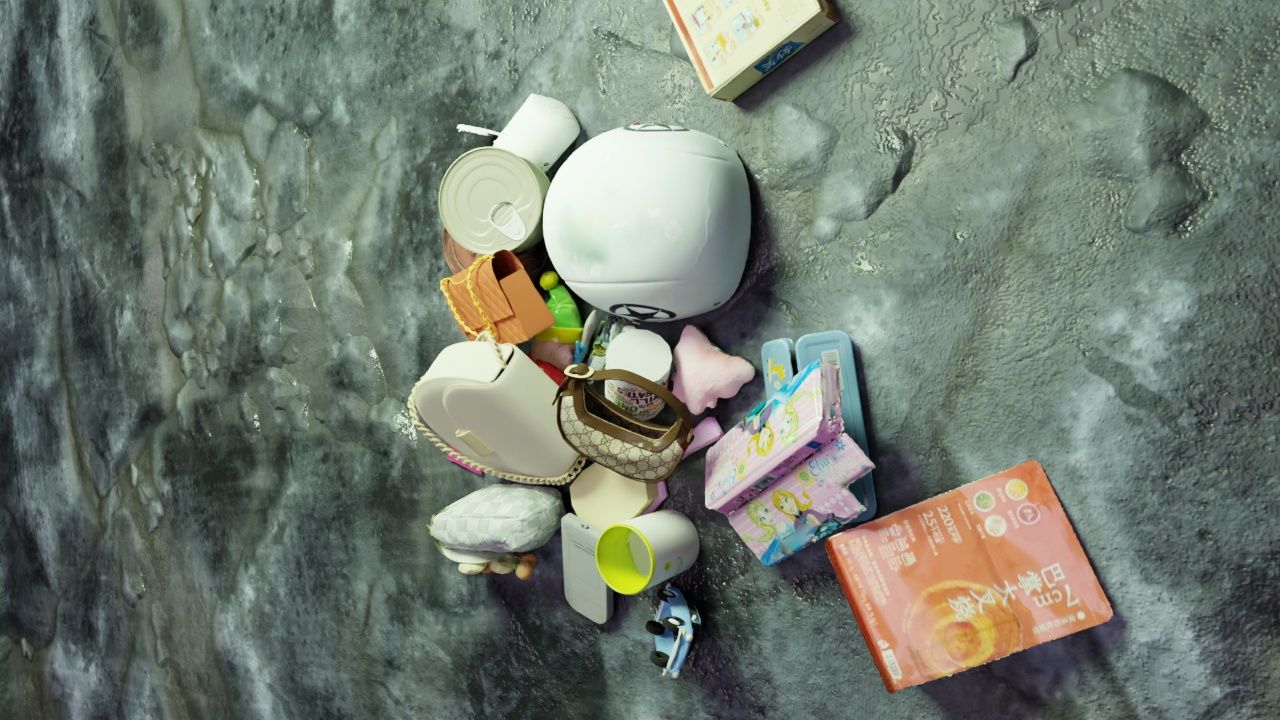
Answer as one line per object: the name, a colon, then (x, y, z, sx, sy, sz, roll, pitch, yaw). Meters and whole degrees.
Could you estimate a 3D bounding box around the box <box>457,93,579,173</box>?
box: (-0.161, -0.301, 1.194, 0.137, 0.083, 0.143, -44, 74, 29)

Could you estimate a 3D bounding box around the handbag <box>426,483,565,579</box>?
handbag: (-0.182, 0.230, 1.226, 0.172, 0.112, 0.123, -8, 98, 34)

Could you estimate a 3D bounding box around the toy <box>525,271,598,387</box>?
toy: (-0.106, -0.035, 1.157, 0.131, 0.096, 0.124, -61, 23, 5)

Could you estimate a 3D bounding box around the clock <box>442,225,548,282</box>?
clock: (-0.187, -0.157, 1.223, 0.158, 0.072, 0.120, 17, 103, 34)

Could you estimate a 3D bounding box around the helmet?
helmet: (-0.016, -0.159, 1.051, 0.264, 0.163, 0.236, 9, 97, 35)

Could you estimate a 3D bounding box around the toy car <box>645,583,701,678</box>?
toy car: (0.041, 0.313, 1.065, 0.055, 0.153, 0.056, 19, 96, -5)

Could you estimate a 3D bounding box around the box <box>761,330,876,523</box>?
box: (0.185, 0.076, 0.996, 0.121, 0.049, 0.209, -10, 86, 33)

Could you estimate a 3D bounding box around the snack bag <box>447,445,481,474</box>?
snack bag: (-0.235, 0.059, 1.305, 0.070, 0.016, 0.197, 20, 104, 31)

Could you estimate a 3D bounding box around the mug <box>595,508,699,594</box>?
mug: (0.010, 0.226, 1.092, 0.083, 0.106, 0.082, 2, 94, 35)

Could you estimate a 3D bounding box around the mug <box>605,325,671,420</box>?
mug: (-0.006, 0.006, 1.091, 0.090, 0.073, 0.105, 95, 165, -58)

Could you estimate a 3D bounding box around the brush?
brush: (0.006, 0.137, 1.127, 0.229, 0.043, 0.089, -38, 72, 31)

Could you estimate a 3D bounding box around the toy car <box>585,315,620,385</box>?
toy car: (-0.049, -0.009, 1.144, 0.033, 0.047, 0.106, 21, 135, -9)

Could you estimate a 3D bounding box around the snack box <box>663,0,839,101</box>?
snack box: (0.105, -0.417, 1.014, 0.154, 0.055, 0.207, -31, 76, 32)

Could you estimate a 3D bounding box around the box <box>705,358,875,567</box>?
box: (0.147, 0.117, 0.965, 0.231, 0.066, 0.158, -49, 55, 49)

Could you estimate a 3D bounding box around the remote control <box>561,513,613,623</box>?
remote control: (-0.066, 0.268, 1.173, 0.074, 0.019, 0.151, 22, 126, 32)

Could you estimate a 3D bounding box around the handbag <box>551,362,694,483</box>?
handbag: (-0.020, 0.063, 1.043, 0.166, 0.063, 0.139, 25, 134, 9)

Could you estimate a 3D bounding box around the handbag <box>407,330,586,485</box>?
handbag: (-0.172, 0.064, 1.161, 0.209, 0.103, 0.210, -16, 127, 46)

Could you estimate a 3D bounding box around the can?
can: (-0.173, -0.193, 1.125, 0.128, 0.073, 0.128, 1, 97, 10)

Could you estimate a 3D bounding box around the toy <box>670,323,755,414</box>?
toy: (0.075, 0.017, 1.067, 0.102, 0.050, 0.093, 34, 108, 25)

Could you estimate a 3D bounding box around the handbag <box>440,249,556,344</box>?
handbag: (-0.188, -0.068, 1.135, 0.172, 0.060, 0.109, -12, 109, 59)

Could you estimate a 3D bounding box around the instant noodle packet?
instant noodle packet: (0.319, 0.211, 0.905, 0.221, 0.083, 0.164, -28, 72, 24)
